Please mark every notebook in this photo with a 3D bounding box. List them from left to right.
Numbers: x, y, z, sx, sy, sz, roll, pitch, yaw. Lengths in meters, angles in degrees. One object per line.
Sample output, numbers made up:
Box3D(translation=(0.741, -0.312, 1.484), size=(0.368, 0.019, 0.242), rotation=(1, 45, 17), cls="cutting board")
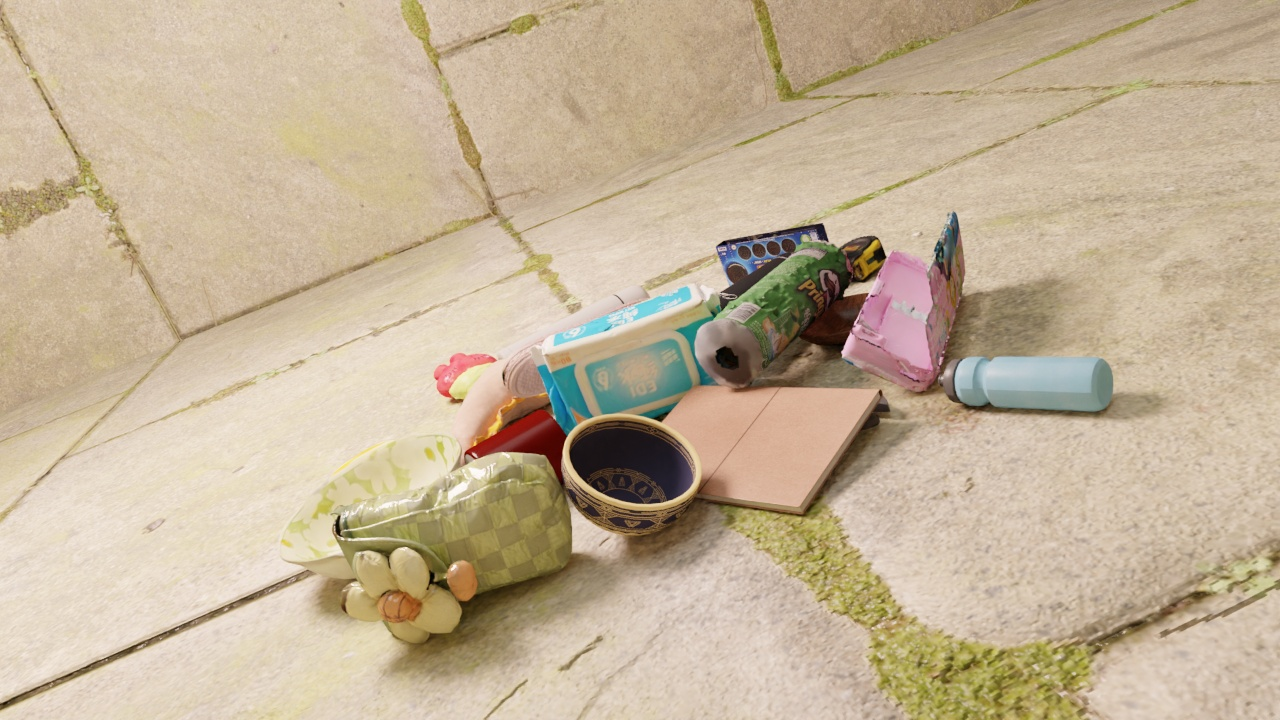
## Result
Box3D(translation=(0.087, 0.069, 0.796), size=(0.210, 0.008, 0.141), rotation=(0, 38, 46), cls="notebook")

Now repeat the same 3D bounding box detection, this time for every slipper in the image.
Box3D(translation=(-0.037, -0.003, 1.028), size=(0.238, 0.094, 0.064), rotation=(-18, 52, -30), cls="slipper")

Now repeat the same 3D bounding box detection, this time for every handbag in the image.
Box3D(translation=(-0.145, 0.148, 0.710), size=(0.186, 0.113, 0.116), rotation=(-19, 26, 2), cls="handbag")

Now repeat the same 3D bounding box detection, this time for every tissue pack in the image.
Box3D(translation=(-0.006, 0.005, 0.942), size=(0.209, 0.117, 0.066), rotation=(-19, 22, 8), cls="tissue pack")

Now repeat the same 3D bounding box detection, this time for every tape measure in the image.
Box3D(translation=(0.271, -0.126, 1.139), size=(0.062, 0.038, 0.067), rotation=(-36, 20, -18), cls="tape measure")

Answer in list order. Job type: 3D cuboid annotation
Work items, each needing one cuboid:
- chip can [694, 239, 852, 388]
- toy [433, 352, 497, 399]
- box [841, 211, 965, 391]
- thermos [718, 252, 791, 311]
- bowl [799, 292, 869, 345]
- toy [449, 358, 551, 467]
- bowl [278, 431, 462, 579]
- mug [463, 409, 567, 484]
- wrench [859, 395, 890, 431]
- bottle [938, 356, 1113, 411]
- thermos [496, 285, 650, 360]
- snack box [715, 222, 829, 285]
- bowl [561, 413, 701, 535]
Box3D(translation=(0.138, -0.051, 0.919), size=(0.076, 0.075, 0.222), rotation=(-5, 23, 39), cls="chip can")
Box3D(translation=(-0.237, 0.019, 1.254), size=(0.091, 0.045, 0.135), rotation=(-27, 26, -23), cls="toy")
Box3D(translation=(0.265, -0.070, 0.867), size=(0.085, 0.097, 0.229), rotation=(24, 34, 13), cls="box")
Box3D(translation=(0.105, -0.052, 1.066), size=(0.230, 0.061, 0.061), rotation=(-33, 22, -31), cls="thermos")
Box3D(translation=(0.218, -0.038, 0.966), size=(0.114, 0.026, 0.102), rotation=(-31, 21, -31), cls="bowl")
Box3D(translation=(-0.150, 0.057, 1.037), size=(0.196, 0.065, 0.263), rotation=(-15, 22, 17), cls="toy")
Box3D(translation=(-0.243, 0.147, 0.872), size=(0.188, 0.060, 0.219), rotation=(-31, 23, -11), cls="bowl")
Box3D(translation=(-0.117, 0.103, 0.880), size=(0.082, 0.073, 0.106), rotation=(-29, -8, -24), cls="mug")
Box3D(translation=(0.094, 0.061, 0.841), size=(0.274, 0.018, 0.072), rotation=(-10, 22, 33), cls="wrench")
Box3D(translation=(0.294, 0.017, 0.716), size=(0.130, 0.040, 0.040), rotation=(1, 28, 47), cls="bottle")
Box3D(translation=(-0.084, -0.037, 1.237), size=(0.223, 0.052, 0.052), rotation=(-28, 20, -21), cls="thermos")
Box3D(translation=(0.173, -0.121, 1.158), size=(0.150, 0.082, 0.027), rotation=(-5, 26, 41), cls="snack box")
Box3D(translation=(-0.011, 0.102, 0.748), size=(0.112, 0.061, 0.112), rotation=(9, 34, -6), cls="bowl")
